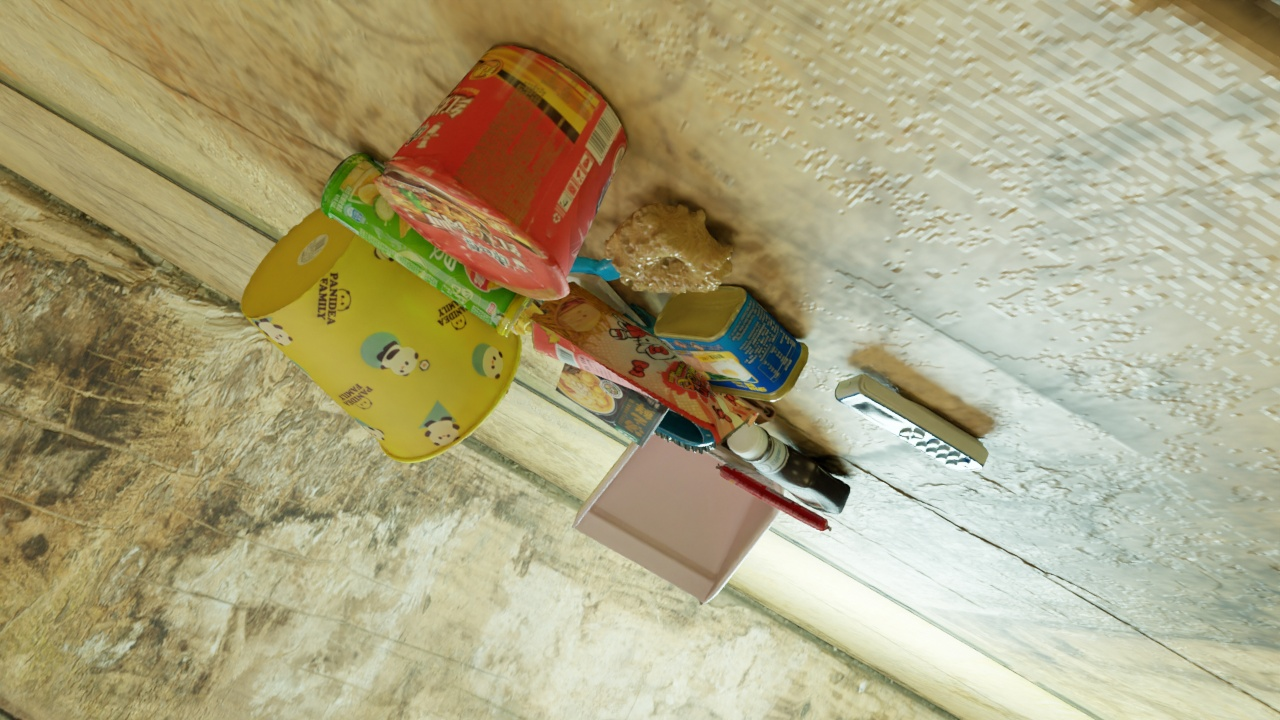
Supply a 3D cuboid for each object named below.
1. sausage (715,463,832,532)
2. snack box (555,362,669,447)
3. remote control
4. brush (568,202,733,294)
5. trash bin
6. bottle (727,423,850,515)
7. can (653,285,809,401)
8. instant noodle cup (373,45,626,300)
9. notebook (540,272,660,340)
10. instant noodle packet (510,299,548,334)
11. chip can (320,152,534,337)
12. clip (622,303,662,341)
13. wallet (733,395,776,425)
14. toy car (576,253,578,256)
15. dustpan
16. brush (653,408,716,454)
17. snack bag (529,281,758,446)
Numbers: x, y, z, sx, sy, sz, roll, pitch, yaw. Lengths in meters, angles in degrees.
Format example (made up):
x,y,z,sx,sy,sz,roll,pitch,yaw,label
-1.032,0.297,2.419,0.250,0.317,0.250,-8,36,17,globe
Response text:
x,y,z,sx,sy,sz,roll,pitch,yaw,label
0.155,0.161,1.078,0.156,0.020,0.020,28,166,25,sausage
-0.023,0.028,0.944,0.113,0.053,0.126,33,152,4,snack box
0.219,0.050,0.740,0.125,0.024,0.049,30,166,-5,remote control
-0.034,-0.075,0.703,0.083,0.045,0.255,30,160,-37,brush
-0.309,-0.042,1.091,0.230,0.229,0.255,14,153,47,trash bin
0.158,0.116,0.996,0.080,0.044,0.194,17,168,43,bottle
0.071,-0.016,0.742,0.083,0.057,0.102,41,163,-30,can
-0.079,-0.119,0.579,0.138,0.108,0.138,28,165,8,instant noodle cup
-0.041,-0.038,0.968,0.150,0.012,0.209,17,161,41,notebook
-0.164,-0.077,1.016,0.128,0.044,0.111,42,162,-33,instant noodle packet
-0.202,-0.113,0.887,0.221,0.072,0.073,34,165,-5,chip can
0.007,-0.032,0.880,0.057,0.046,0.014,39,166,-17,clip
0.073,0.040,0.968,0.115,0.020,0.101,30,156,-11,wallet
-0.112,-0.110,0.804,0.120,0.045,0.053,25,164,27,toy car
0.053,0.187,1.177,0.222,0.274,0.138,28,-169,-2,dustpan
0.028,0.055,1.065,0.144,0.055,0.074,25,157,19,brush
0.004,0.008,0.826,0.208,0.073,0.128,30,-168,14,snack bag
